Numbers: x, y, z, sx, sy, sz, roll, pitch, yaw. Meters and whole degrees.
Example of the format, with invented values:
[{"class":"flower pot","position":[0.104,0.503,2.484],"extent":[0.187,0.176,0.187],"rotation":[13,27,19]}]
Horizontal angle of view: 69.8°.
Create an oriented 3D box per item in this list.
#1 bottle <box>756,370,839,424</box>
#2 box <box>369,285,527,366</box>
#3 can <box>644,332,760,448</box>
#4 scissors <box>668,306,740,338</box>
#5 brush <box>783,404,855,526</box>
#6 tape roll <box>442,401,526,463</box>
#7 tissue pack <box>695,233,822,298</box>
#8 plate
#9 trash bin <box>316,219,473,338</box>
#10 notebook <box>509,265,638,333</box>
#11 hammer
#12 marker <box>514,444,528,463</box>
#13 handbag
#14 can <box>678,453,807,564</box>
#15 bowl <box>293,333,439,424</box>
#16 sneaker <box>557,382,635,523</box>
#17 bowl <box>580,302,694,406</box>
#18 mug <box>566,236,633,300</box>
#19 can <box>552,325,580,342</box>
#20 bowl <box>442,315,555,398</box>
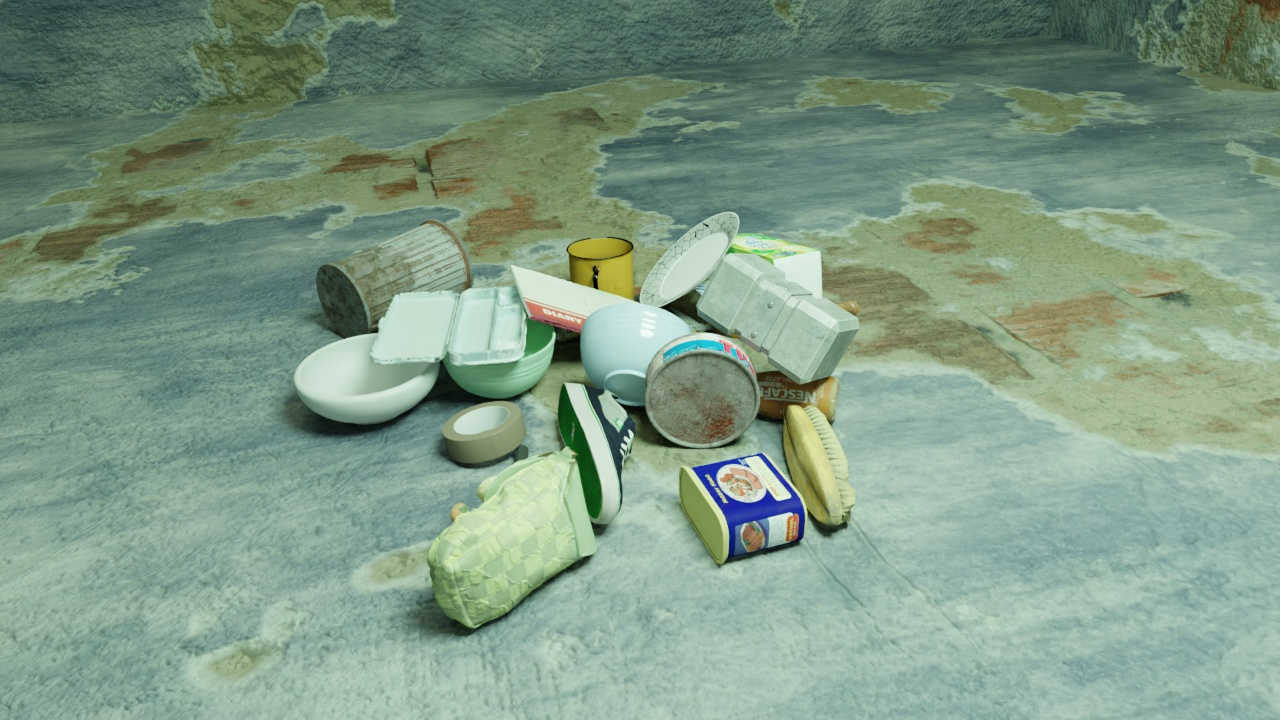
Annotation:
[{"class":"bottle","position":[0.155,0.040,1.113],"extent":[0.167,0.059,0.059],"rotation":[6,30,16]},{"class":"box","position":[-0.238,-0.045,1.171],"extent":[0.189,0.037,0.208],"rotation":[-7,27,-4]},{"class":"can","position":[0.070,0.035,1.053],"extent":[0.130,0.130,0.044],"rotation":[-1,29,2]},{"class":"scissors","position":[0.105,-0.042,1.314],"extent":[0.216,0.016,0.225],"rotation":[-11,28,-15]},{"class":"brush","position":[0.190,0.109,0.986],"extent":[0.043,0.059,0.195],"rotation":[4,30,-8]},{"class":"tape roll","position":[-0.182,0.083,1.073],"extent":[0.094,0.030,0.093],"rotation":[-10,24,4]},{"class":"tissue pack","position":[0.149,-0.111,1.312],"extent":[0.141,0.120,0.198],"rotation":[-13,13,-20]},{"class":"plate","position":[0.075,-0.142,1.341],"extent":[0.189,0.016,0.188],"rotation":[-38,24,20]},{"class":"trash bin","position":[-0.360,-0.123,1.381],"extent":[0.131,0.131,0.210],"rotation":[20,37,35]},{"class":"notebook","position":[-0.070,-0.068,1.256],"extent":[0.208,0.012,0.153],"rotation":[15,25,-27]},{"class":"hammer","position":[0.219,-0.060,1.159],"extent":[0.163,0.083,0.316],"rotation":[36,22,24]},{"class":"marker","position":[-0.132,0.132,1.010],"extent":[0.021,0.017,0.123],"rotation":[-3,27,-2]},{"class":"handbag","position":[-0.129,0.160,0.864],"extent":[0.117,0.113,0.185],"rotation":[14,33,41]},{"class":"can","position":[0.102,0.145,0.928],"extent":[0.092,0.057,0.116],"rotation":[-10,29,-16]},{"class":"bowl","position":[-0.339,0.032,1.156],"extent":[0.176,0.066,0.176],"rotation":[-2,29,1]},{"class":"sneaker","position":[-0.036,0.095,1.011],"extent":[0.079,0.084,0.235],"rotation":[4,26,-15]},{"class":"bowl","position":[-0.007,0.007,1.119],"extent":[0.151,0.151,0.074],"rotation":[4,52,11]},{"class":"mug","position":[-0.060,-0.123,1.390],"extent":[0.100,0.094,0.123],"rotation":[0,26,5]},{"class":"can","position":[-0.087,-0.055,1.327],"extent":[0.079,0.038,0.038],"rotation":[-19,33,-28]},{"class":"bowl","position":[-0.183,0.001,1.192],"extent":[0.151,0.077,0.150],"rotation":[-2,28,1]}]
